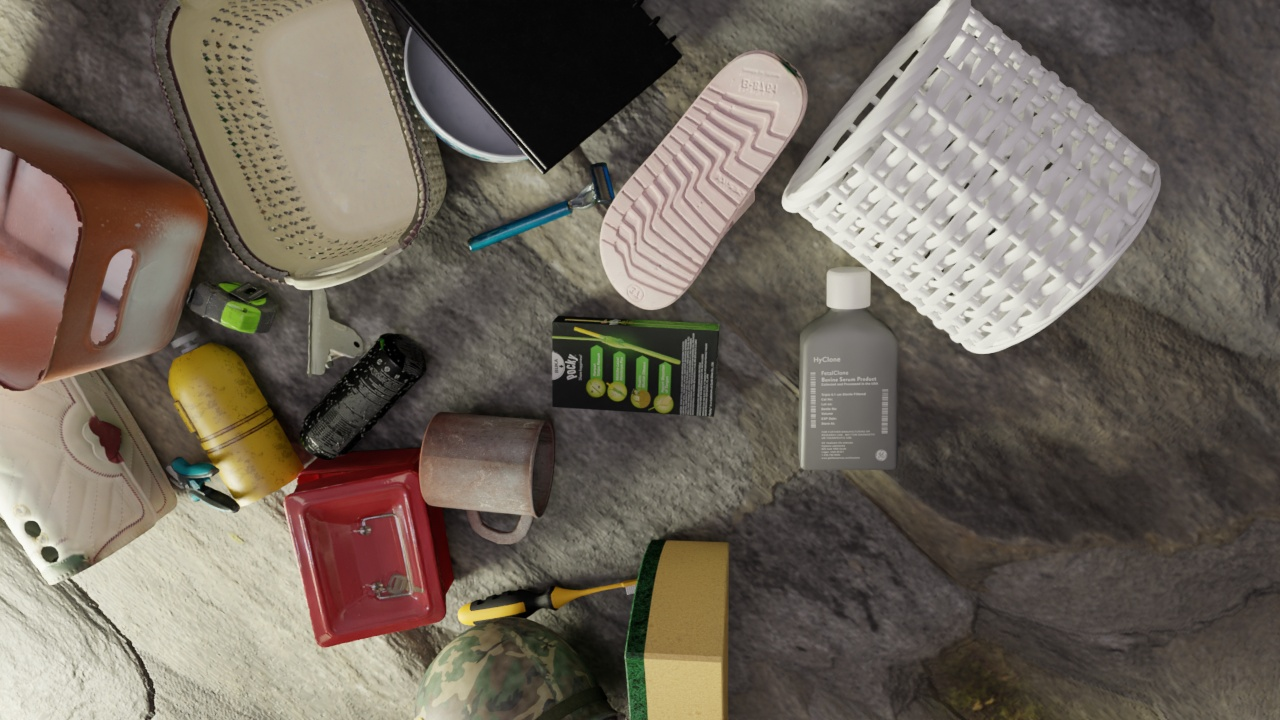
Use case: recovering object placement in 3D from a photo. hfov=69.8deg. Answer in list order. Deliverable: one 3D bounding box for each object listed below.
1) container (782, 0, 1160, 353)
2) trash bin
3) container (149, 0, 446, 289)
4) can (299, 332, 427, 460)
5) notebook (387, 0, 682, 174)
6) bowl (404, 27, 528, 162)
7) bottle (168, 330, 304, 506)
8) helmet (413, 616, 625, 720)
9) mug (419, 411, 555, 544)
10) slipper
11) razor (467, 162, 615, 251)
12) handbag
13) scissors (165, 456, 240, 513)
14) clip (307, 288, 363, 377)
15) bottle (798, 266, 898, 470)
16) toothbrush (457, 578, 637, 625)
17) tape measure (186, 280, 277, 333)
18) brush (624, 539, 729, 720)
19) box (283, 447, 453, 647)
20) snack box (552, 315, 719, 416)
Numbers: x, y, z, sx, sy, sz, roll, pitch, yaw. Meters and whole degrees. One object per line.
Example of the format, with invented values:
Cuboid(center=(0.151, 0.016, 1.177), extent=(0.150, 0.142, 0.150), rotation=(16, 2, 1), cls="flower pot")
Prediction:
Cuboid(center=(0.236, -0.133, 0.676), extent=(0.187, 0.189, 0.190), rotation=(38, 107, -5), cls="container")
Cuboid(center=(-0.523, -0.114, 0.778), extent=(0.260, 0.157, 0.182), rotation=(28, 107, 10), cls="trash bin")
Cuboid(center=(-0.263, -0.193, 0.746), extent=(0.185, 0.143, 0.252), rotation=(-15, 103, 10), cls="container")
Cuboid(center=(-0.258, 0.034, 0.855), extent=(0.054, 0.053, 0.138), rotation=(45, 106, -6), cls="can")
Cuboid(center=(-0.094, -0.284, 0.715), extent=(0.231, 0.019, 0.168), rotation=(48, 69, -7), cls="notebook")
Cuboid(center=(-0.122, -0.219, 0.744), extent=(0.143, 0.074, 0.144), rotation=(4, 79, -21), cls="bowl")
Cuboid(center=(-0.390, 0.051, 0.868), extent=(0.071, 0.071, 0.164), rotation=(-23, 101, 13), cls="bottle")
Cuboid(center=(-0.112, 0.365, 0.854), extent=(0.236, 0.192, 0.225), rotation=(51, 132, 23), cls="helmet")
Cuboid(center=(-0.139, 0.110, 0.842), extent=(0.110, 0.096, 0.123), rotation=(6, 101, 12), cls="mug")
Cuboid(center=(0.049, -0.149, 0.760), extent=(0.094, 0.064, 0.240), rotation=(37, 120, 0), cls="slipper")
Cuboid(center=(-0.088, -0.127, 0.807), extent=(0.144, 0.022, 0.042), rotation=(-21, 63, 17), cls="razor")
Cuboid(center=(-0.546, 0.092, 0.865), extent=(0.096, 0.141, 0.198), rotation=(-23, 102, 10), cls="handbag")
Cuboid(center=(-0.423, 0.114, 0.874), extent=(0.130, 0.019, 0.151), rotation=(41, 141, 14), cls="scissors")
Cuboid(center=(-0.284, -0.019, 0.846), extent=(0.040, 0.101, 0.054), rotation=(-19, 146, 11), cls="clip")
Cuboid(center=(0.180, 0.007, 0.795), extent=(0.084, 0.046, 0.174), rotation=(-1, 105, 7), cls="bottle")
Cuboid(center=(-0.087, 0.234, 0.902), extent=(0.197, 0.031, 0.031), rotation=(-13, 90, 10), cls="toothbrush")
Cuboid(center=(-0.367, -0.052, 0.842), extent=(0.065, 0.058, 0.036), rotation=(26, 106, 2), cls="tape measure")
Cuboid(center=(0.039, 0.303, 0.819), extent=(0.075, 0.194, 0.250), rotation=(1, 106, 7), cls="brush")
Cuboid(center=(-0.253, 0.170, 0.880), extent=(0.135, 0.117, 0.157), rotation=(-7, 102, -6), cls="box")
Cuboid(center=(-0.005, 0.005, 0.829), extent=(0.147, 0.025, 0.080), rotation=(3, 106, 6), cls="snack box")
